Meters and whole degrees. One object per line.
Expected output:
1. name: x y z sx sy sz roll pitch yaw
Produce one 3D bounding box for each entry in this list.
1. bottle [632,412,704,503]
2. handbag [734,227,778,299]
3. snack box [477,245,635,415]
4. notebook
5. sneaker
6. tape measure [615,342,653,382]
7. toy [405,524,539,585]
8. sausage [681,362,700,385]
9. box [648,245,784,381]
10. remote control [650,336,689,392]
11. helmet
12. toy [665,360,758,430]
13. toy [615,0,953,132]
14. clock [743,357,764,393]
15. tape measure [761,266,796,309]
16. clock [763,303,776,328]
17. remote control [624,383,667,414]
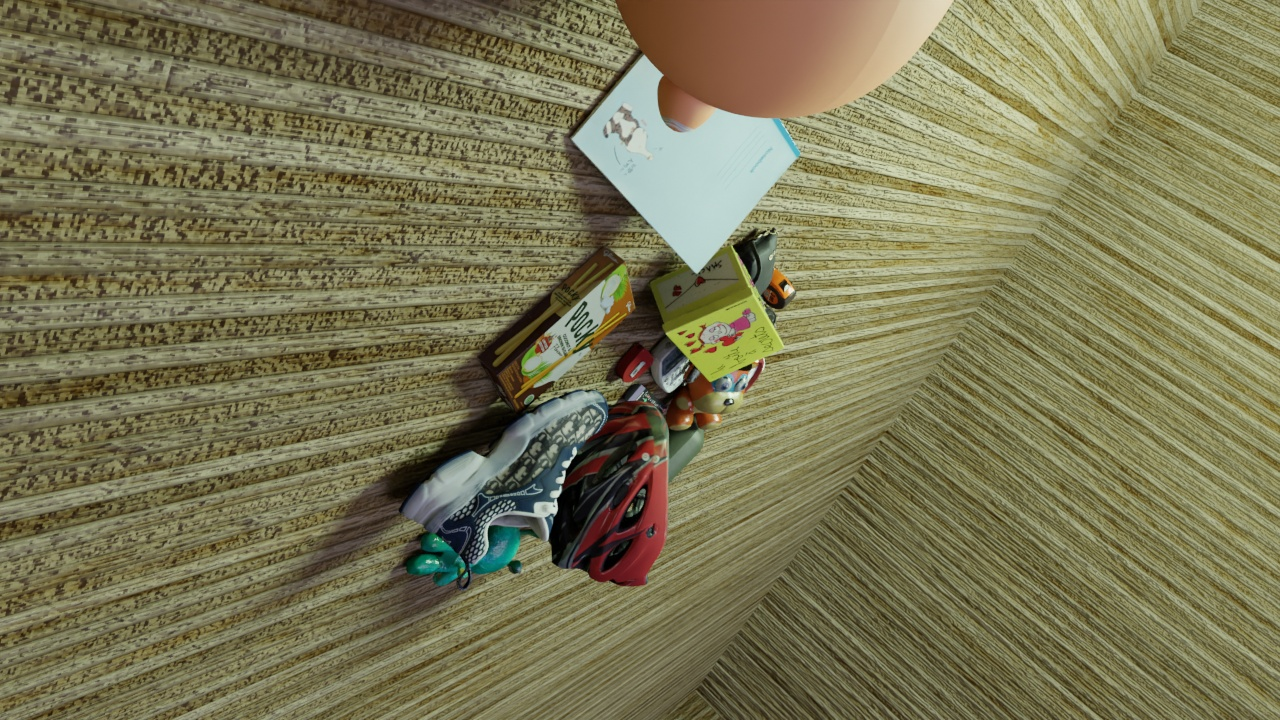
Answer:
1. bottle: 0.049 0.143 1.476 0.206 0.071 0.071 -44 156 -12
2. handbag: 0.164 -0.130 1.289 0.079 0.054 0.129 -44 154 -23
3. snack box: -0.087 -0.032 1.013 0.185 0.031 0.101 -43 156 -15
4. notebook: 0.057 -0.217 0.925 0.181 0.009 0.253 -50 139 1
5. sneaker: -0.128 0.138 1.039 0.268 0.132 0.103 -33 174 -29
6. tape measure: -0.007 0.007 1.232 0.051 0.019 0.059 -49 157 -2
7. toy: -0.212 0.247 1.179 0.193 0.072 0.131 8 120 -53
8. sausage: 0.105 -0.027 1.325 0.155 0.020 0.020 -56 158 -8
9. box: 0.105 -0.053 1.202 0.124 0.080 0.221 -23 155 9
10. remote control: 0.043 0.005 1.307 0.060 0.028 0.114 -42 156 -18
11. helmet: -0.038 0.175 1.216 0.166 0.217 0.273 6 126 -18
12. toy: 0.109 0.039 1.393 0.112 0.096 0.176 1 125 -34
13. toy: 0.097 -0.301 0.645 0.262 0.265 0.281 -15 133 -27
14. clock: 0.165 0.011 1.509 0.137 0.048 0.096 -40 155 -18
15. tape measure: 0.207 -0.110 1.390 0.038 0.059 0.058 -42 159 -22
16. clock: 0.165 -0.051 1.420 0.091 0.044 0.122 -55 155 15
17. remote control: 0.009 0.064 1.353 0.033 0.015 0.147 -49 157 -1
